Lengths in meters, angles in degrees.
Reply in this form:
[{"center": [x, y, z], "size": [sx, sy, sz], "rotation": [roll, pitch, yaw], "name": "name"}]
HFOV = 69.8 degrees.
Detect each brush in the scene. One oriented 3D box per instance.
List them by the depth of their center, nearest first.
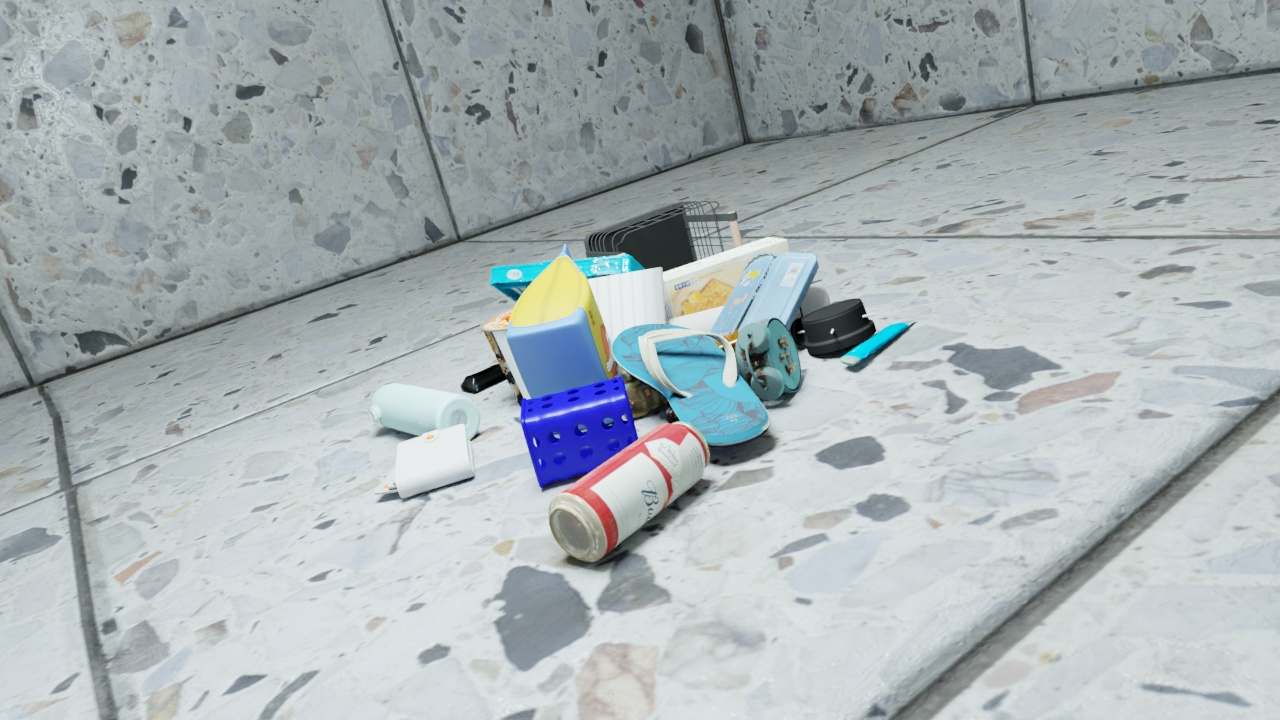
[{"center": [0.106, -0.017, 1.124], "size": [0.126, 0.017, 0.048], "rotation": [-22, -25, 13], "name": "brush"}]

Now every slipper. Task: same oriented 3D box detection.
[{"center": [0.054, 0.004, 1.020], "size": [0.118, 0.060, 0.295], "rotation": [-12, 28, -16], "name": "slipper"}]

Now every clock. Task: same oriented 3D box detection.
[{"center": [0.142, 0.000, 1.043], "size": [0.053, 0.090, 0.124], "rotation": [-19, -5, 30], "name": "clock"}, {"center": [0.242, -0.045, 1.164], "size": [0.091, 0.042, 0.121], "rotation": [-23, 10, -12], "name": "clock"}]

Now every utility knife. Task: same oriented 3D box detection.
[{"center": [0.292, -0.024, 1.122], "size": [0.031, 0.015, 0.174], "rotation": [6, 25, 43], "name": "utility knife"}]

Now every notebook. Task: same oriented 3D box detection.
[{"center": [-0.062, -0.046, 1.297], "size": [0.210, 0.142, 0.009], "rotation": [-7, -9, 25], "name": "notebook"}]

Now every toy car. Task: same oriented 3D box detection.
[{"center": [0.020, 0.034, 1.115], "size": [0.047, 0.047, 0.111], "rotation": [-1, 23, 39], "name": "toy car"}]

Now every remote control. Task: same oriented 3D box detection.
[{"center": [-0.208, 0.011, 1.426], "size": [0.150, 0.022, 0.047], "rotation": [-26, 20, -34], "name": "remote control"}]

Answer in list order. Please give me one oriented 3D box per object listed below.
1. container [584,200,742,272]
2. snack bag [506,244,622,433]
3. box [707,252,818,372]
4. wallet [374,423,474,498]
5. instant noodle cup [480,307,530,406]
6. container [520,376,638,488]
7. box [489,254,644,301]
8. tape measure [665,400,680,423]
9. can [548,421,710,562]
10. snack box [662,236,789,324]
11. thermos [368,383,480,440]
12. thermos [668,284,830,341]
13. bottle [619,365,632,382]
[{"center": [0.041, -0.159, 1.511], "size": [0.240, 0.163, 0.130], "rotation": [-25, 19, -29], "name": "container"}, {"center": [-0.084, -0.033, 1.156], "size": [0.102, 0.159, 0.204], "rotation": [-11, 33, 13], "name": "snack bag"}, {"center": [0.148, -0.064, 1.208], "size": [0.128, 0.034, 0.208], "rotation": [-1, 47, 42], "name": "box"}, {"center": [-0.259, 0.123, 1.091], "size": [0.115, 0.037, 0.118], "rotation": [-17, 20, -7], "name": "wallet"}, {"center": [-0.142, -0.007, 1.254], "size": [0.124, 0.122, 0.123], "rotation": [-14, 17, 4], "name": "instant noodle cup"}, {"center": [-0.063, 0.075, 0.992], "size": [0.113, 0.085, 0.084], "rotation": [-14, 18, -1], "name": "container"}, {"center": [-0.094, -0.097, 1.401], "size": [0.227, 0.182, 0.071], "rotation": [-3, 54, 20], "name": "box"}, {"center": [0.062, 0.051, 1.040], "size": [0.063, 0.038, 0.067], "rotation": [-10, 17, 14], "name": "tape measure"}, {"center": [-0.007, 0.116, 0.841], "size": [0.067, 0.067, 0.169], "rotation": [1, 23, 43], "name": "can"}, {"center": [0.129, -0.105, 1.371], "size": [0.207, 0.104, 0.057], "rotation": [-20, 20, -16], "name": "snack box"}, {"center": [-0.297, 0.070, 1.241], "size": [0.077, 0.065, 0.207], "rotation": [-25, 20, -37], "name": "thermos"}, {"center": [0.153, -0.059, 1.286], "size": [0.224, 0.052, 0.052], "rotation": [-14, 17, 4], "name": "thermos"}, {"center": [-0.007, 0.007, 1.231], "size": [0.111, 0.043, 0.043], "rotation": [-5, 19, 30], "name": "bottle"}]
